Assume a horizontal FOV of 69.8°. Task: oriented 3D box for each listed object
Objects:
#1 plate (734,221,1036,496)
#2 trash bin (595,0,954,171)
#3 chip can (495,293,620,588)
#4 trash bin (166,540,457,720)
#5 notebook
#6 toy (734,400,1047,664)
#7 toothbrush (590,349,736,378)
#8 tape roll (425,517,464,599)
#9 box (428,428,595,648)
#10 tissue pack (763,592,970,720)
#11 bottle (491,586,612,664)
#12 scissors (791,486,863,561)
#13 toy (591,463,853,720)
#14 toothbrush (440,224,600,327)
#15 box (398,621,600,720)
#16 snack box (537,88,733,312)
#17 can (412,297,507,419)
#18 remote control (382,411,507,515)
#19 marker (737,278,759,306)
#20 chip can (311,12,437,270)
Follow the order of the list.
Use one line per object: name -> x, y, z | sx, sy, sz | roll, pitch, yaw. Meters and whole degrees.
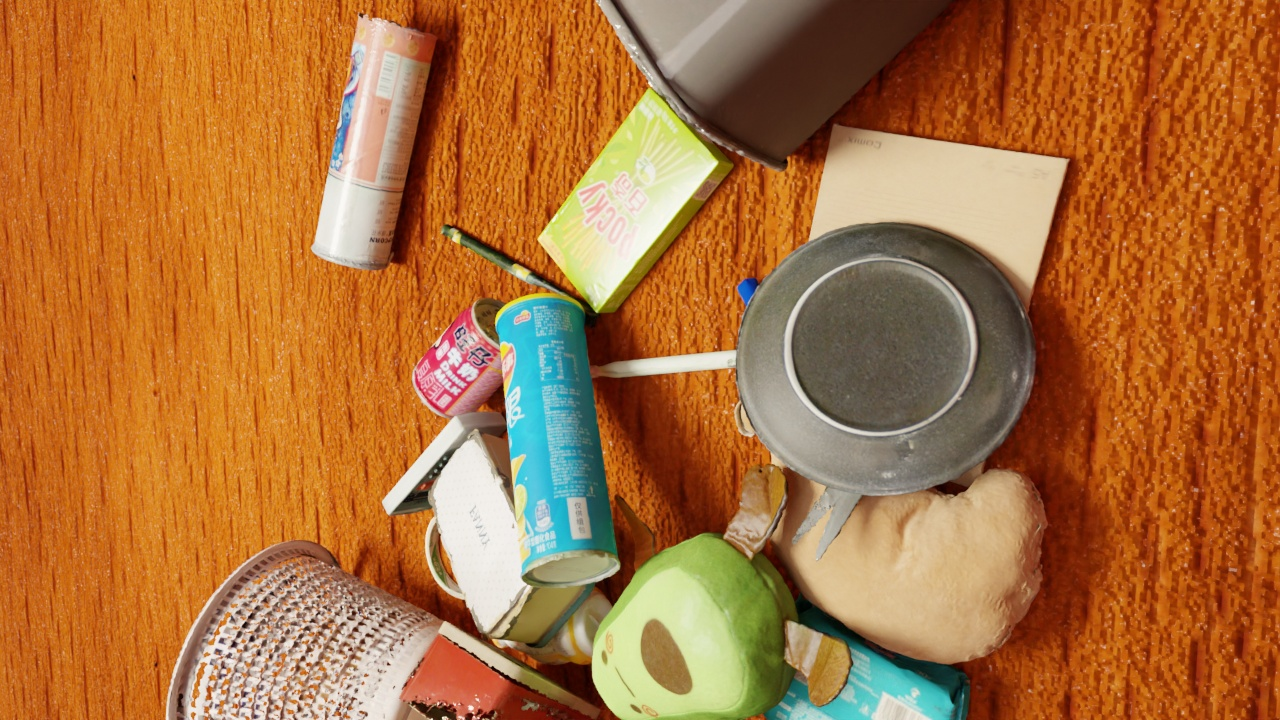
plate -> 0.144, -0.007, 0.557 | 0.180, 0.024, 0.179 | -6, 70, 16
trash bin -> 0.093, -0.260, 0.532 | 0.220, 0.198, 0.199 | -36, 75, 25
chip can -> -0.064, 0.056, 0.678 | 0.071, 0.071, 0.210 | -29, 56, 32
trash bin -> -0.262, 0.292, 0.820 | 0.192, 0.227, 0.227 | 10, 100, 20
notebook -> 0.174, -0.038, 0.602 | 0.150, 0.012, 0.212 | 18, 105, 31
toy -> 0.142, 0.103, 0.596 | 0.226, 0.082, 0.143 | 26, 98, 28
toothbrush -> -0.004, 0.004, 0.720 | 0.190, 0.020, 0.029 | -5, 117, 33
tape roll -> -0.163, 0.176, 0.845 | 0.086, 0.013, 0.086 | 3, 96, 33
box -> -0.106, 0.144, 0.735 | 0.090, 0.061, 0.184 | -50, 47, 18
tissue pack -> 0.149, 0.227, 0.621 | 0.133, 0.050, 0.093 | 24, 110, 30
bottle -> -0.075, 0.219, 0.761 | 0.109, 0.063, 0.063 | -13, 88, 34
scissors -> 0.144, 0.038, 0.565 | 0.172, 0.014, 0.146 | -22, 64, 7
toy -> 0.040, 0.186, 0.624 | 0.248, 0.089, 0.226 | -49, 56, 44
toothbrush -> -0.106, -0.074, 0.783 | 0.186, 0.012, 0.017 | 30, 121, 27
box -> -0.108, 0.276, 0.718 | 0.091, 0.168, 0.080 | 20, 70, 31
snack box -> -0.008, -0.119, 0.705 | 0.157, 0.026, 0.085 | -48, 68, 28
can -> -0.142, -0.002, 0.781 | 0.094, 0.066, 0.066 | -43, 71, 29
remote control -> -0.174, 0.093, 0.818 | 0.135, 0.056, 0.019 | -45, 65, 28
marker -> 0.096, -0.001, 0.617 | 0.017, 0.017, 0.145 | -45, 44, 28
chip can -> -0.239, -0.194, 0.824 | 0.071, 0.071, 0.215 | 27, 108, 29
